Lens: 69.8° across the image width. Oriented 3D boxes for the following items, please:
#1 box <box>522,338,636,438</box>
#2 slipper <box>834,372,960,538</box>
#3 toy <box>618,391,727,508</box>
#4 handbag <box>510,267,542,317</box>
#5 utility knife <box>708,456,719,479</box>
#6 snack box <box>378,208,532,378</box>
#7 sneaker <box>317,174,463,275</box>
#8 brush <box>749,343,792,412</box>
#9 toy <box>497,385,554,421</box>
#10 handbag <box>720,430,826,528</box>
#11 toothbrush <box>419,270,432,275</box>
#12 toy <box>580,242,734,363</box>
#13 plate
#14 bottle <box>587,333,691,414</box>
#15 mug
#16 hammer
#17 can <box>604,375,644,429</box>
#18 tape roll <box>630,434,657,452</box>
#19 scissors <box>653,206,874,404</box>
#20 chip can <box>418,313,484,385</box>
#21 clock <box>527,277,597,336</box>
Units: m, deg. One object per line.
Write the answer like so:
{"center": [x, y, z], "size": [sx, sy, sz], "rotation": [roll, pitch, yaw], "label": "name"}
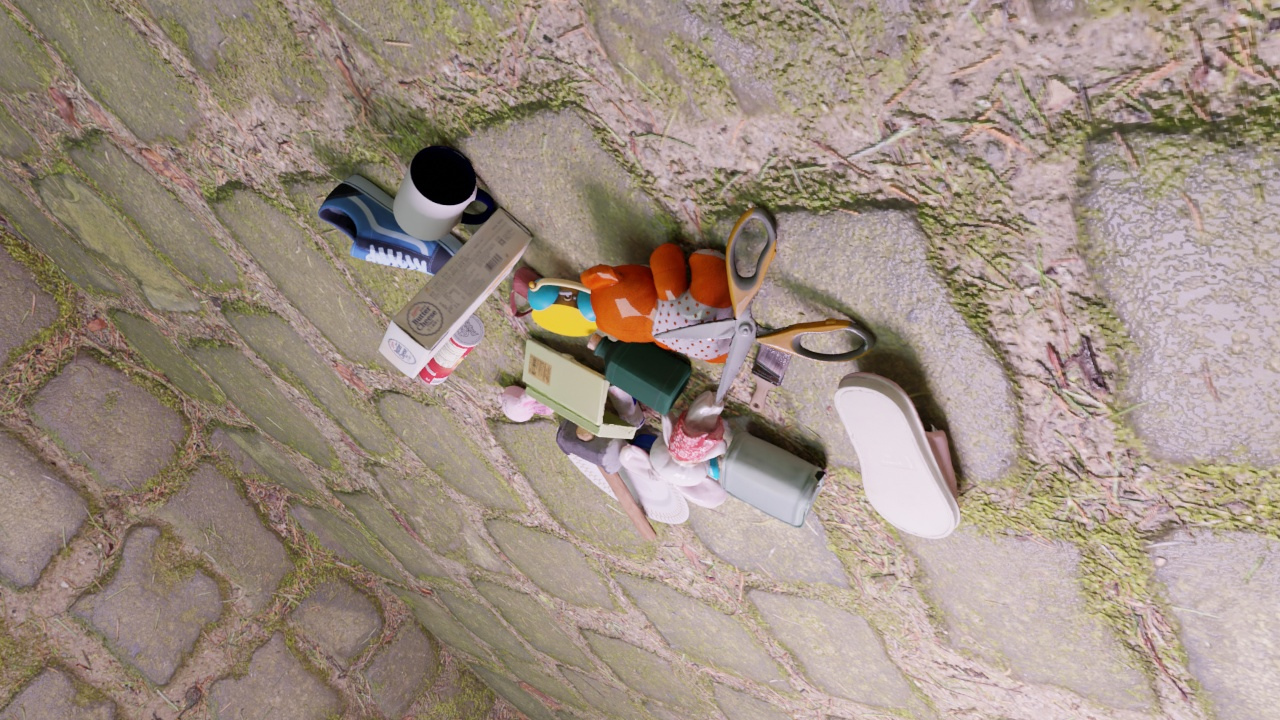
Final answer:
{"center": [-0.096, 0.049, 1.273], "size": [0.188, 0.066, 0.127], "rotation": [26, 149, 45], "label": "box"}
{"center": [0.284, 0.102, 1.000], "size": [0.114, 0.054, 0.274], "rotation": [9, 143, 39], "label": "slipper"}
{"center": [0.058, 0.116, 1.201], "size": [0.159, 0.084, 0.195], "rotation": [22, 136, 3], "label": "toy"}
{"center": [-0.155, -0.082, 1.225], "size": [0.055, 0.029, 0.120], "rotation": [35, 155, -6], "label": "handbag"}
{"center": [0.103, 0.150, 1.288], "size": [0.022, 0.015, 0.162], "rotation": [19, 146, 30], "label": "utility knife"}
{"center": [-0.224, -0.081, 1.113], "size": [0.057, 0.207, 0.104], "rotation": [40, 150, -6], "label": "snack box"}
{"center": [-0.327, -0.147, 1.235], "size": [0.241, 0.098, 0.084], "rotation": [34, 150, 4], "label": "sneaker"}
{"center": [0.146, 0.018, 1.066], "size": [0.039, 0.012, 0.151], "rotation": [29, 149, 12], "label": "brush"}
{"center": [-0.185, 0.068, 1.440], "size": [0.110, 0.047, 0.063], "rotation": [-11, 135, 48], "label": "toy"}
{"center": [0.170, 0.148, 1.166], "size": [0.122, 0.067, 0.106], "rotation": [25, 157, 19], "label": "handbag"}
{"center": [-0.279, -0.120, 1.305], "size": [0.155, 0.016, 0.022], "rotation": [21, -176, 24], "label": "toothbrush"}
{"center": [0.025, -0.061, 1.016], "size": [0.172, 0.092, 0.164], "rotation": [11, 146, 16], "label": "toy"}
{"center": [-0.026, 0.169, 1.412], "size": [0.242, 0.016, 0.243], "rotation": [30, 154, 16], "label": "plate"}
{"center": [-0.007, 0.007, 1.157], "size": [0.131, 0.061, 0.061], "rotation": [31, 151, 9], "label": "bottle"}
{"center": [-0.233, -0.195, 1.108], "size": [0.111, 0.078, 0.097], "rotation": [15, 156, -21], "label": "mug"}
{"center": [-0.033, 0.192, 1.394], "size": [0.098, 0.052, 0.329], "rotation": [21, 153, 31], "label": "hammer"}
{"center": [-0.022, 0.056, 1.270], "size": [0.032, 0.032, 0.095], "rotation": [12, 142, 35], "label": "can"}
{"center": [0.025, 0.147, 1.362], "size": [0.091, 0.016, 0.093], "rotation": [40, 149, -7], "label": "tape roll"}
{"center": [0.122, -0.050, 0.928], "size": [0.225, 0.016, 0.230], "rotation": [-1, 119, 9], "label": "scissors"}
{"center": [-0.300, -0.014, 1.437], "size": [0.052, 0.051, 0.215], "rotation": [41, 150, -9], "label": "chip can"}
{"center": [-0.091, -0.066, 1.144], "size": [0.099, 0.043, 0.130], "rotation": [11, 156, -2], "label": "clock"}
